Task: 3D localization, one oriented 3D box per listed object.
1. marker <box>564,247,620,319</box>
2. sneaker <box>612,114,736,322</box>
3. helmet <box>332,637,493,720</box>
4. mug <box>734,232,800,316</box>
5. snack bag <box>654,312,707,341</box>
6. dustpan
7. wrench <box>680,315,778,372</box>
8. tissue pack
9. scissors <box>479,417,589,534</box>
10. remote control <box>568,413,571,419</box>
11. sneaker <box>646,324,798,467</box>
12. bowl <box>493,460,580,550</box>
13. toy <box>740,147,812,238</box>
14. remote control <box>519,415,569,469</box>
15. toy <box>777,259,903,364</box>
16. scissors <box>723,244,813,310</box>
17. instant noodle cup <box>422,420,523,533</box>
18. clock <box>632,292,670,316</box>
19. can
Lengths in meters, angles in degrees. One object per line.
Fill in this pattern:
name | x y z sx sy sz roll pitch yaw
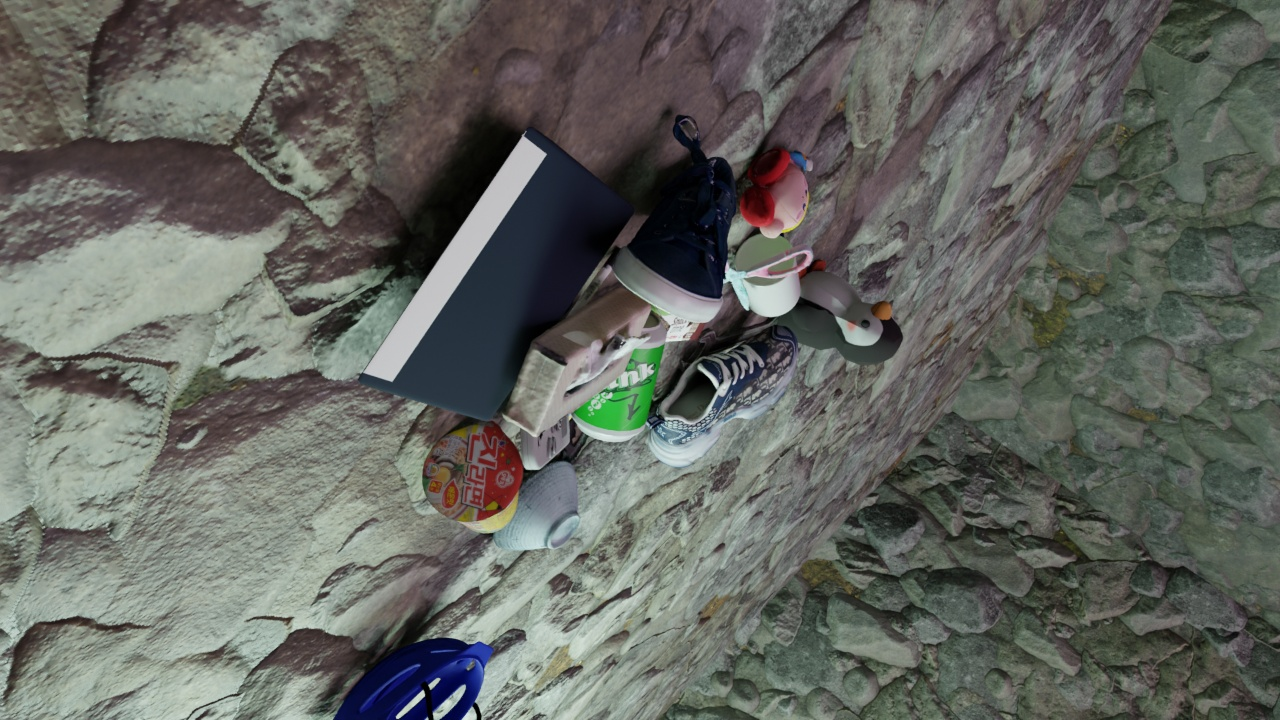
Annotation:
marker | -0.052 -0.068 0.924 0.011 0.011 0.151 97 19 -49
sneaker | 0.050 -0.136 0.860 0.127 0.120 0.293 -59 -176 28
helmet | -0.247 0.444 1.072 0.241 0.228 0.148 -49 146 -11
mug | 0.176 -0.129 1.237 0.097 0.079 0.111 57 44 -65
snack bag | 0.050 -0.047 1.188 0.157 0.013 0.057 -4 126 -59
dustpan | -0.113 -0.068 0.820 0.236 0.080 0.273 -55 150 5
wrench | 0.142 -0.032 1.377 0.272 0.010 0.070 -18 139 -52
tissue pack | -0.047 -0.002 0.867 0.180 0.071 0.104 -32 152 -58
scissors | -0.124 0.146 1.145 0.205 0.015 0.202 -29 145 -43
remote control | -0.071 0.032 1.075 0.125 0.018 0.038 -51 156 -7
sneaker | 0.116 0.030 1.295 0.269 0.103 0.132 -39 152 -10
bowl | -0.113 0.196 1.141 0.136 0.057 0.137 -39 151 -27
toy | 0.167 -0.204 1.130 0.131 0.097 0.124 19 78 -53
remote control | -0.098 0.066 0.972 0.151 0.019 0.074 -38 127 -79
toy | 0.314 -0.051 1.431 0.158 0.184 0.140 -23 138 -51
scissors | 0.119 -0.118 1.119 0.171 0.013 0.177 -20 141 25
instant noodle cup | -0.169 0.136 0.962 0.100 0.100 0.113 -43 163 -20
clock | 0.034 -0.101 1.051 0.094 0.042 0.120 -22 141 -51
can | -0.025 0.013 1.020 0.087 0.088 0.140 -20 130 -51
